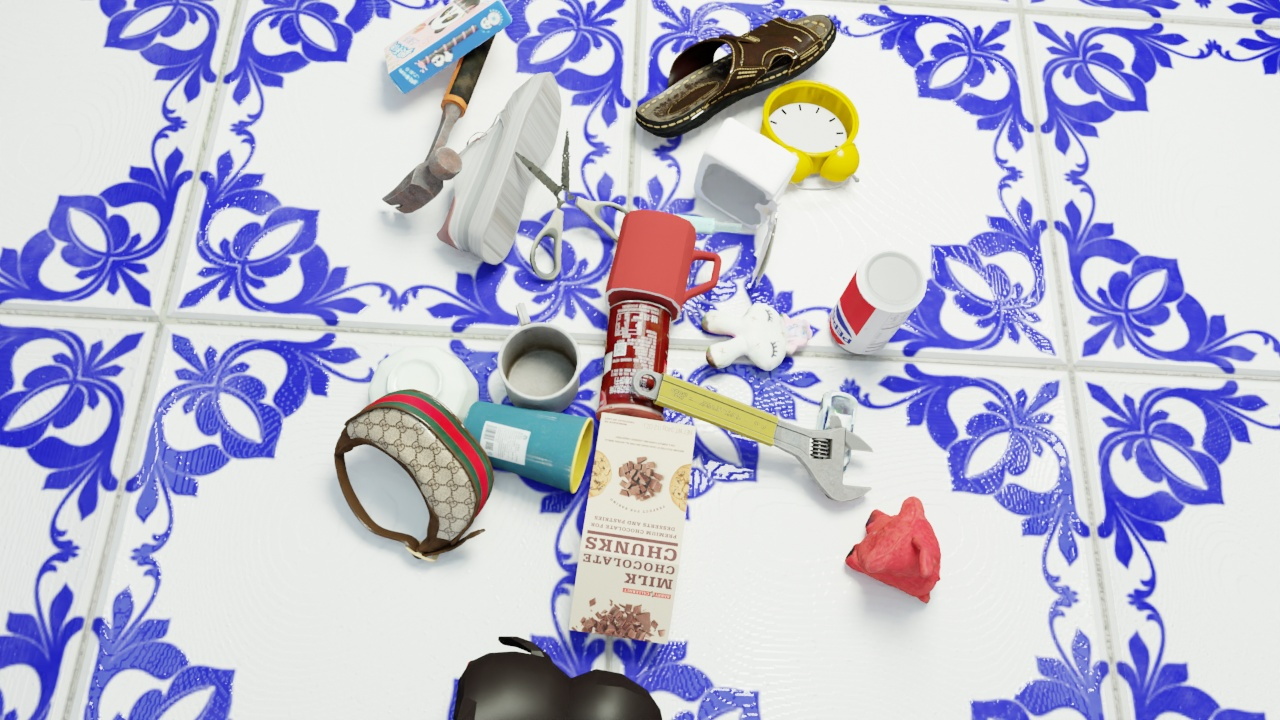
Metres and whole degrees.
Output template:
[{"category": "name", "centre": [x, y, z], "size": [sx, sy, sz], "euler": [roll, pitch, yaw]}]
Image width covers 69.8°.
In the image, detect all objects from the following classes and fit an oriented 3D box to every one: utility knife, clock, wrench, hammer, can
[{"category": "utility knife", "centre": [0.057, -0.151, 1.015], "size": [0.141, 0.015, 0.022], "euler": [12, 104, 41]}, {"category": "clock", "centre": [0.201, -0.264, 1.087], "size": [0.113, 0.052, 0.151], "euler": [-3, 65, -4]}, {"category": "wrench", "centre": [0.116, 0.069, 0.926], "size": [0.273, 0.018, 0.083], "euler": [20, 81, -10]}, {"category": "hammer", "centre": [-0.218, -0.301, 1.066], "size": [0.035, 0.138, 0.313], "euler": [32, 52, -29]}, {"category": "can", "centre": [0.246, -0.058, 0.965], "size": [0.070, 0.132, 0.070], "euler": [1, 69, -3]}]

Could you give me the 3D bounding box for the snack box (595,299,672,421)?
[{"category": "snack box", "centre": [-0.006, 0.006, 0.962], "size": [0.072, 0.072, 0.121], "euler": [5, 68, -1]}]

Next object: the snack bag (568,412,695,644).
[{"category": "snack bag", "centre": [-0.007, 0.166, 0.901], "size": [0.094, 0.070, 0.206], "euler": [8, 69, 0]}]

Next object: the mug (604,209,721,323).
[{"category": "mug", "centre": [0.027, -0.098, 0.996], "size": [0.116, 0.080, 0.096], "euler": [11, 69, 5]}]

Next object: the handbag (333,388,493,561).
[{"category": "handbag", "centre": [-0.223, 0.116, 0.895], "size": [0.139, 0.063, 0.166], "euler": [-38, 95, 20]}]

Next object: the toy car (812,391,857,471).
[{"category": "toy car", "centre": [0.207, 0.074, 0.970], "size": [0.039, 0.027, 0.089], "euler": [12, 69, 0]}]

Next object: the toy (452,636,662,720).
[{"category": "toy", "centre": [-0.070, 0.323, 0.799], "size": [0.184, 0.140, 0.159], "euler": [3, 69, -2]}]

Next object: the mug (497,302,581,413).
[{"category": "mug", "centre": [-0.108, -0.001, 0.959], "size": [0.084, 0.071, 0.113], "euler": [-17, 71, -9]}]

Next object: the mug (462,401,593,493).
[{"category": "mug", "centre": [-0.116, 0.083, 0.927], "size": [0.121, 0.078, 0.078], "euler": [13, 69, 6]}]

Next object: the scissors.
[{"category": "scissors", "centre": [-0.075, -0.166, 1.014], "size": [0.157, 0.012, 0.171], "euler": [11, 102, -27]}]

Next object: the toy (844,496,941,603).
[{"category": "toy", "centre": [0.268, 0.188, 0.881], "size": [0.094, 0.133, 0.088], "euler": [36, 81, 1]}]

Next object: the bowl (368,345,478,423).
[{"category": "bowl", "centre": [-0.227, 0.033, 0.946], "size": [0.117, 0.061, 0.117], "euler": [1, 68, -2]}]

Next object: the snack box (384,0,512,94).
[{"category": "snack box", "centre": [-0.227, -0.380, 1.073], "size": [0.154, 0.033, 0.088], "euler": [-32, 40, 6]}]

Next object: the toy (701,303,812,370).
[{"category": "toy", "centre": [0.127, -0.027, 0.999], "size": [0.122, 0.038, 0.079], "euler": [-5, 63, -8]}]

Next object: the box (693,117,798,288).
[{"category": "box", "centre": [0.117, -0.161, 1.017], "size": [0.152, 0.107, 0.131], "euler": [34, 76, 5]}]

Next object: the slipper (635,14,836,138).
[{"category": "slipper", "centre": [0.109, -0.352, 1.084], "size": [0.267, 0.076, 0.113], "euler": [-30, 45, -8]}]

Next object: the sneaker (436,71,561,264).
[{"category": "sneaker", "centre": [-0.165, -0.224, 1.028], "size": [0.089, 0.099, 0.235], "euler": [15, 75, 17]}]
